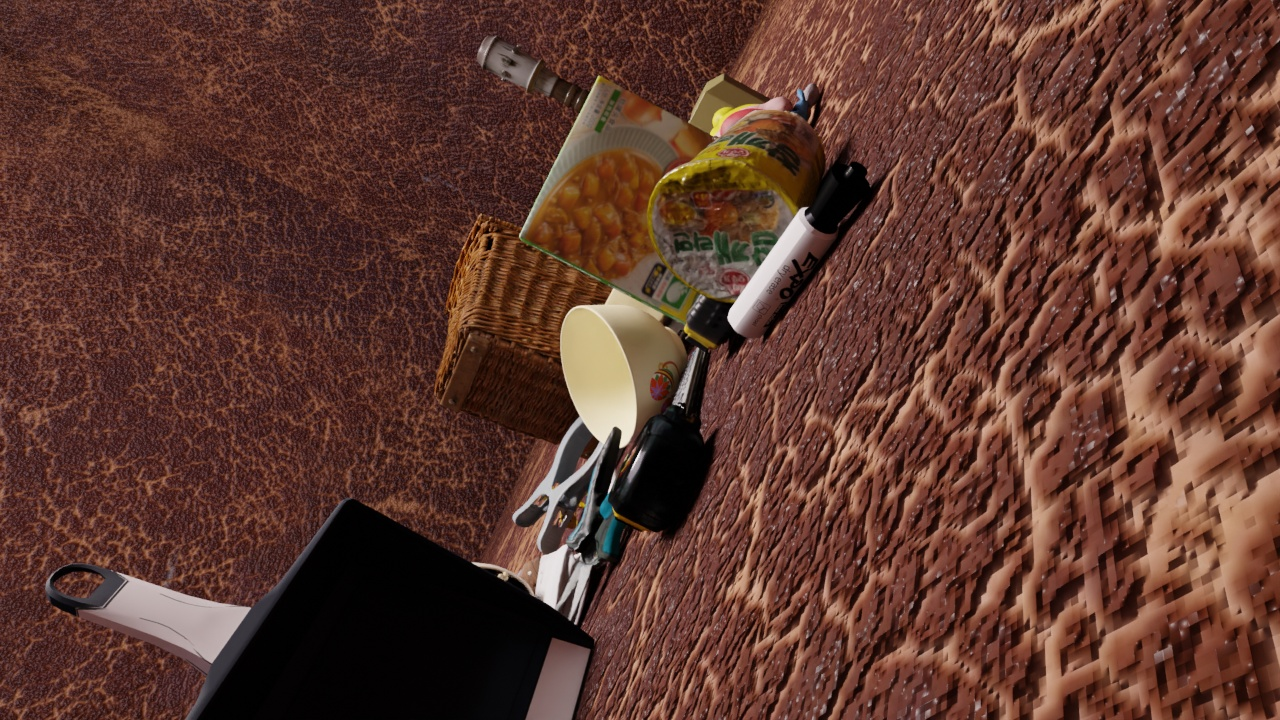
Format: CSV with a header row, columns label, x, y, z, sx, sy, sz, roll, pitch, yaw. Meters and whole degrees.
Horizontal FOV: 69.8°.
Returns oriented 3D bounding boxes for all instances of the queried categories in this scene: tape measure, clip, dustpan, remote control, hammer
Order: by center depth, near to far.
label,x,y,z,sx,sy,sz,roll,pitch,yaw
dustpan,-0.173,0.173,0.479,0.235,0.273,0.080,-72,-5,-57
tape measure,0.010,0.067,0.549,0.072,0.042,0.072,-55,5,44
tape measure,0.059,-0.039,0.623,0.067,0.038,0.062,-57,0,27
remote control,0.031,0.031,0.655,0.033,0.013,0.136,-60,6,29
clip,-0.075,0.109,0.937,0.163,0.028,0.108,-58,32,-5
clip,-0.073,0.149,0.967,0.035,0.053,0.046,-56,39,27
hammer,-0.031,-0.275,1.035,0.191,0.325,0.100,-61,6,22

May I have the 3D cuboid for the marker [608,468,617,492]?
label,x,y,z,sx,sy,sz,roll,pitch,yaw
marker,-0.024,0.110,0.772,0.020,0.020,0.141,-63,6,2

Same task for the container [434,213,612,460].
label,x,y,z,sx,sy,sz,roll,pitch,yaw
container,-0.106,-0.015,1.028,0.182,0.250,0.163,-81,17,-46

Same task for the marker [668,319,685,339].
label,x,y,z,sx,sy,sz,roll,pitch,yaw
marker,0.053,-0.057,0.858,0.020,0.017,0.134,-18,-30,-41

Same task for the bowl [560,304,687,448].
label,x,y,z,sx,sy,sz,roll,pitch,yaw
bowl,-0.004,0.004,0.747,0.073,0.118,0.118,-18,-20,-29

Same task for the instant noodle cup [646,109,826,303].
label,x,y,z,sx,sy,sz,roll,pitch,yaw
instant noodle cup,0.071,-0.105,0.576,0.108,0.102,0.102,-57,0,-43

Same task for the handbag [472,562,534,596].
label,x,y,z,sx,sy,sz,roll,pitch,yaw
handbag,-0.155,0.273,0.759,0.208,0.103,0.211,-67,9,-16

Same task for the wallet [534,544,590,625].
label,x,y,z,sx,sy,sz,roll,pitch,yaw
wallet,-0.063,0.192,0.723,0.116,0.032,0.086,137,148,-70

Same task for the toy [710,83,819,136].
label,x,y,z,sx,sy,sz,roll,pitch,yaw
toy,0.091,-0.192,0.784,0.124,0.097,0.131,-53,-10,27

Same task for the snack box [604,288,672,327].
label,x,y,z,sx,sy,sz,roll,pitch,yaw
snack box,0.017,-0.071,0.886,0.154,0.055,0.206,-58,-3,39

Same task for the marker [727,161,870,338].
label,x,y,z,sx,sy,sz,roll,pitch,yaw
marker,0.087,-0.060,0.510,0.126,0.025,0.025,-58,8,45

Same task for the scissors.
label,x,y,z,sx,sy,sz,roll,pitch,yaw
scissors,-0.023,0.109,0.669,0.149,0.019,0.122,-42,42,12

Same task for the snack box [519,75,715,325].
label,x,y,z,sx,sy,sz,roll,pitch,yaw
snack box,0.013,-0.110,0.678,0.132,0.168,0.027,-63,5,0

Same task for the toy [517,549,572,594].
label,x,y,z,sx,sy,sz,roll,pitch,yaw
toy,-0.102,0.217,0.888,0.054,0.041,0.102,-35,-10,-50
